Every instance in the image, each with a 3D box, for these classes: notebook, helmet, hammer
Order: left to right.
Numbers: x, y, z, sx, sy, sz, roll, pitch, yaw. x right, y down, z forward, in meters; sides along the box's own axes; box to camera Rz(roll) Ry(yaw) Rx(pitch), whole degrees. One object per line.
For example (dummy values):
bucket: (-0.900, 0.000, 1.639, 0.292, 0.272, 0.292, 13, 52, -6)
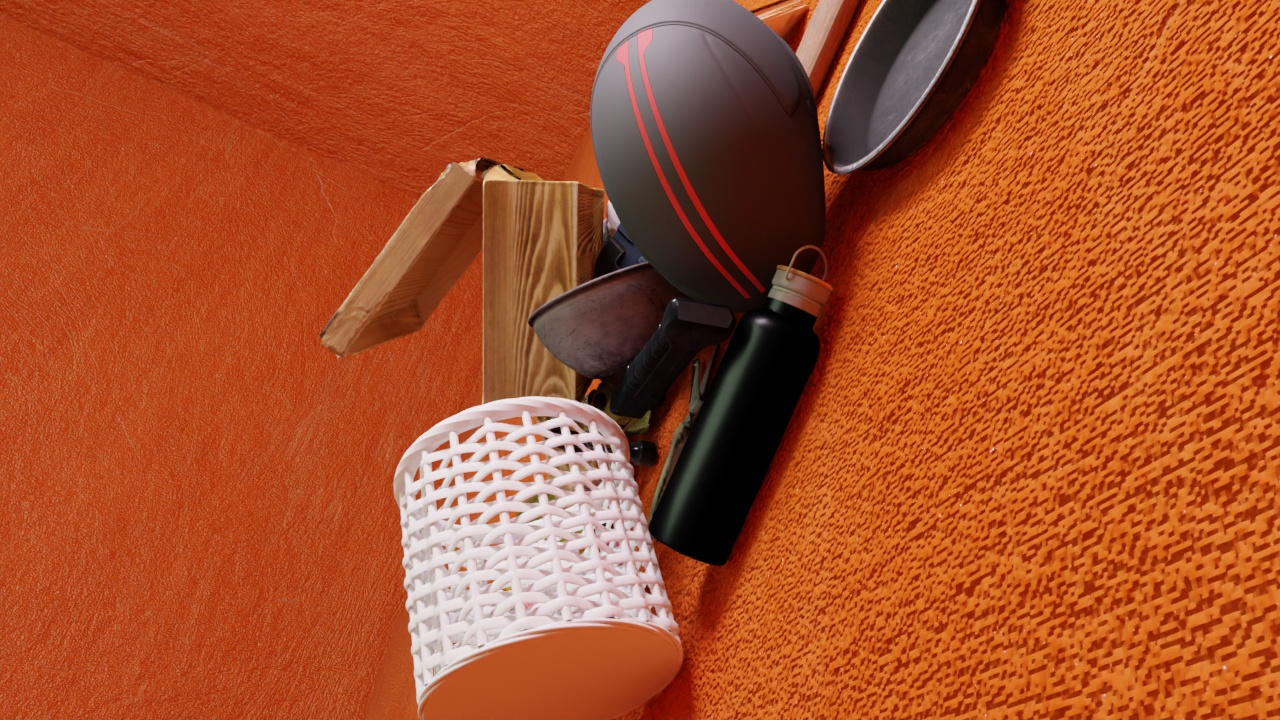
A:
hammer: (-0.004, 0.029, 0.767, 0.334, 0.118, 0.025, 124, 152, -64)
helmet: (0.047, -0.163, 0.692, 0.165, 0.264, 0.169, -22, 2, 28)
notebook: (0.097, -0.317, 1.026, 0.224, 0.024, 0.168, -40, -11, -48)
hammer: (0.148, -0.244, 0.880, 0.301, 0.037, 0.158, -66, 13, 5)

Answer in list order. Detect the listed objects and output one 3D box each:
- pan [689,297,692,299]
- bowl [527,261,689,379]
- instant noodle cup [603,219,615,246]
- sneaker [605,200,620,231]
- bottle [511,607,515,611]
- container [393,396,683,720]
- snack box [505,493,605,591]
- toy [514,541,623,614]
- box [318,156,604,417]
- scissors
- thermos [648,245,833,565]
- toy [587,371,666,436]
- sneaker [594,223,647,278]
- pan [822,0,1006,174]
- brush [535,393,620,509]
pan: (0.075, -0.181, 0.894, 0.199, 0.021, 0.355, -25, 45, 63)
bowl: (-0.018, -0.028, 0.789, 0.067, 0.144, 0.145, 69, 157, 6)
instant noodle cup: (-0.027, -0.122, 1.190, 0.113, 0.137, 0.137, -44, 25, 38)
sneaker: (0.037, -0.234, 1.149, 0.088, 0.118, 0.240, -51, 6, 45)
bottle: (-0.122, 0.260, 1.075, 0.052, 0.052, 0.195, -63, 14, 19)
container: (-0.080, 0.156, 0.683, 0.190, 0.189, 0.186, -57, 37, 38)
snack box: (-0.093, 0.191, 1.037, 0.121, 0.045, 0.180, -44, 17, 11)
toy: (-0.064, 0.226, 0.835, 0.195, 0.084, 0.159, -14, 52, 66)
box: (-0.176, -0.103, 1.001, 0.279, 0.264, 0.269, -63, -23, -80)
scissors: (0.042, 0.074, 0.821, 0.179, 0.015, 0.194, -64, 13, 13)
thermos: (0.079, 0.027, 0.650, 0.231, 0.061, 0.061, -67, 13, 3)
toy: (-0.006, 0.006, 0.981, 0.152, 0.078, 0.179, -68, 15, -1)
sneaker: (0.043, -0.159, 1.035, 0.240, 0.089, 0.124, -49, -13, 1)
pan: (0.218, -0.252, 0.577, 0.358, 0.055, 0.186, -47, 24, 56)
brush: (-0.068, 0.104, 1.033, 0.271, 0.083, 0.057, -116, 12, -71)
